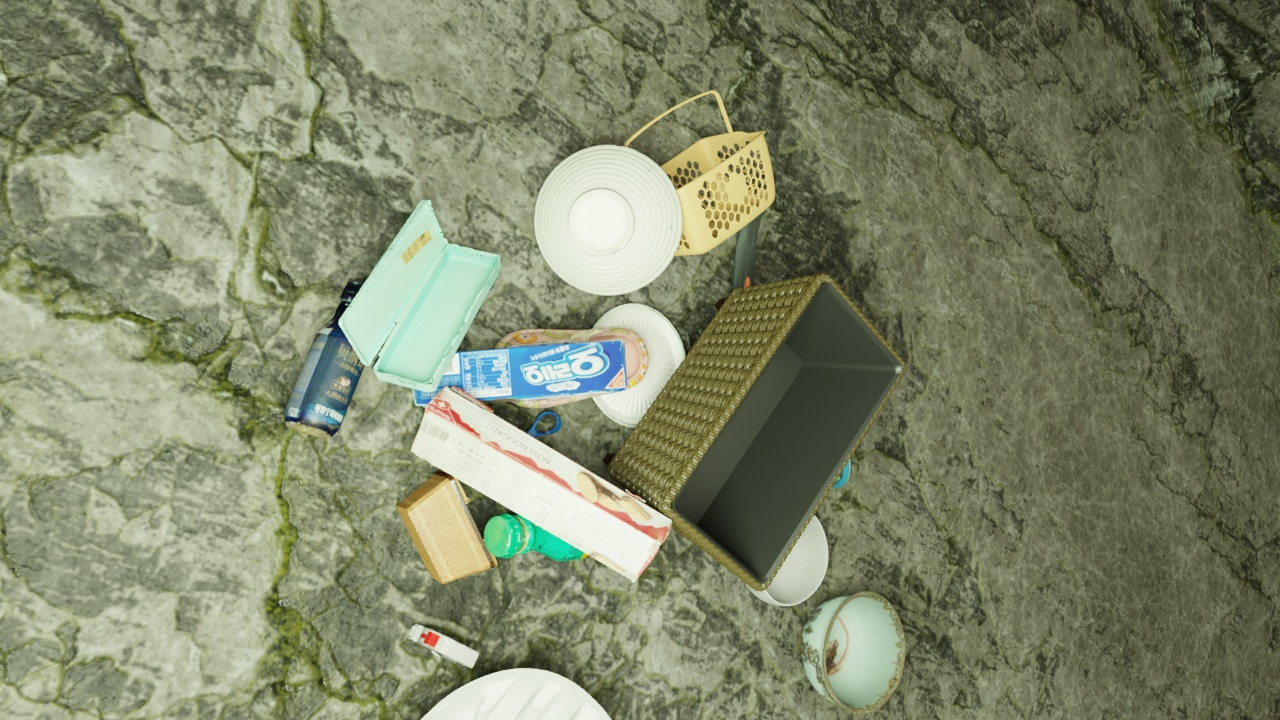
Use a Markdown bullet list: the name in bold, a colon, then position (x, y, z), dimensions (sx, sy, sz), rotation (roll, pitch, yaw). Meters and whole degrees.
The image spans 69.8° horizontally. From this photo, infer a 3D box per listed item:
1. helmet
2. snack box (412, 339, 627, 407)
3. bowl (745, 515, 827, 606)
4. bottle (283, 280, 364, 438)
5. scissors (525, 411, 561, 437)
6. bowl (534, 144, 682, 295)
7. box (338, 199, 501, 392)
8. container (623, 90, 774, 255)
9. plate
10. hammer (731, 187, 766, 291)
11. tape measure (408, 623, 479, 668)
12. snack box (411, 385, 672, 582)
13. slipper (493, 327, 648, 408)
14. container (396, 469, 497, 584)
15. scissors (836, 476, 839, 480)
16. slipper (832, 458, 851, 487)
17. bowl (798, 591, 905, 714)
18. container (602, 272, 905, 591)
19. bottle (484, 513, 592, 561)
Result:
- **helmet**: position (-0.145, 0.442, 0.902), dimensions (0.224, 0.184, 0.282), rotation (37, 75, 11)
- **snack box**: position (-0.129, 0.015, 0.989), dimensions (0.226, 0.059, 0.059), rotation (-5, 86, -5)
- **bowl**: position (0.183, 0.258, 1.233), dimensions (0.131, 0.064, 0.131), rotation (3, 85, -34)
- **bottle**: position (-0.307, -0.002, 0.928), dimensions (0.056, 0.056, 0.160), rotation (27, 70, -30)
- **scissors**: position (-0.140, 0.096, 1.062), dimensions (0.127, 0.014, 0.128), rotation (48, 65, -17)
- **bowl**: position (-0.041, -0.160, 1.058), dimensions (0.177, 0.070, 0.177), rotation (1, 100, 5)
- **box**: position (-0.221, -0.069, 0.951), dimensions (0.110, 0.078, 0.186), rotation (68, 34, -43)
- **container**: position (0.070, -0.241, 1.170), dimensions (0.183, 0.129, 0.167), rotation (-38, 115, -31)
- **plate**: position (-0.007, 0.007, 1.159), dimensions (0.156, 0.014, 0.157), rotation (4, 83, -34)
- **hammer**: position (0.136, -0.080, 1.260), dimensions (0.133, 0.033, 0.332), rotation (17, 75, -31)
- **tape measure**: position (-0.206, 0.302, 0.964), dimensions (0.060, 0.062, 0.020), rotation (38, 65, -29)
- **snack box**: position (-0.101, 0.126, 0.942), dimensions (0.273, 0.077, 0.044), rotation (30, 39, 1)
- **slipper**: position (-0.071, 0.005, 1.065), dimensions (0.197, 0.082, 0.093), rotation (-4, 89, -26)
- **container**: position (-0.208, 0.181, 0.977), dimensions (0.061, 0.063, 0.114), rotation (-28, 101, -26)
- **scissors**: position (0.209, 0.162, 1.255), dimensions (0.128, 0.012, 0.122), rotation (8, 103, 5)
- **slipper**: position (0.237, 0.036, 1.271), dimensions (0.060, 0.118, 0.295), rotation (-10, 98, -24)
- **bowl**: position (0.277, 0.396, 1.267), dimensions (0.159, 0.094, 0.160), rotation (4, 83, -34)
- **container**: position (0.120, 0.070, 1.092), dimensions (0.176, 0.205, 0.320), rotation (43, 75, -26)
- **bottle**: position (-0.083, 0.189, 1.024), dimensions (0.209, 0.068, 0.068), rotation (7, 81, -50)
